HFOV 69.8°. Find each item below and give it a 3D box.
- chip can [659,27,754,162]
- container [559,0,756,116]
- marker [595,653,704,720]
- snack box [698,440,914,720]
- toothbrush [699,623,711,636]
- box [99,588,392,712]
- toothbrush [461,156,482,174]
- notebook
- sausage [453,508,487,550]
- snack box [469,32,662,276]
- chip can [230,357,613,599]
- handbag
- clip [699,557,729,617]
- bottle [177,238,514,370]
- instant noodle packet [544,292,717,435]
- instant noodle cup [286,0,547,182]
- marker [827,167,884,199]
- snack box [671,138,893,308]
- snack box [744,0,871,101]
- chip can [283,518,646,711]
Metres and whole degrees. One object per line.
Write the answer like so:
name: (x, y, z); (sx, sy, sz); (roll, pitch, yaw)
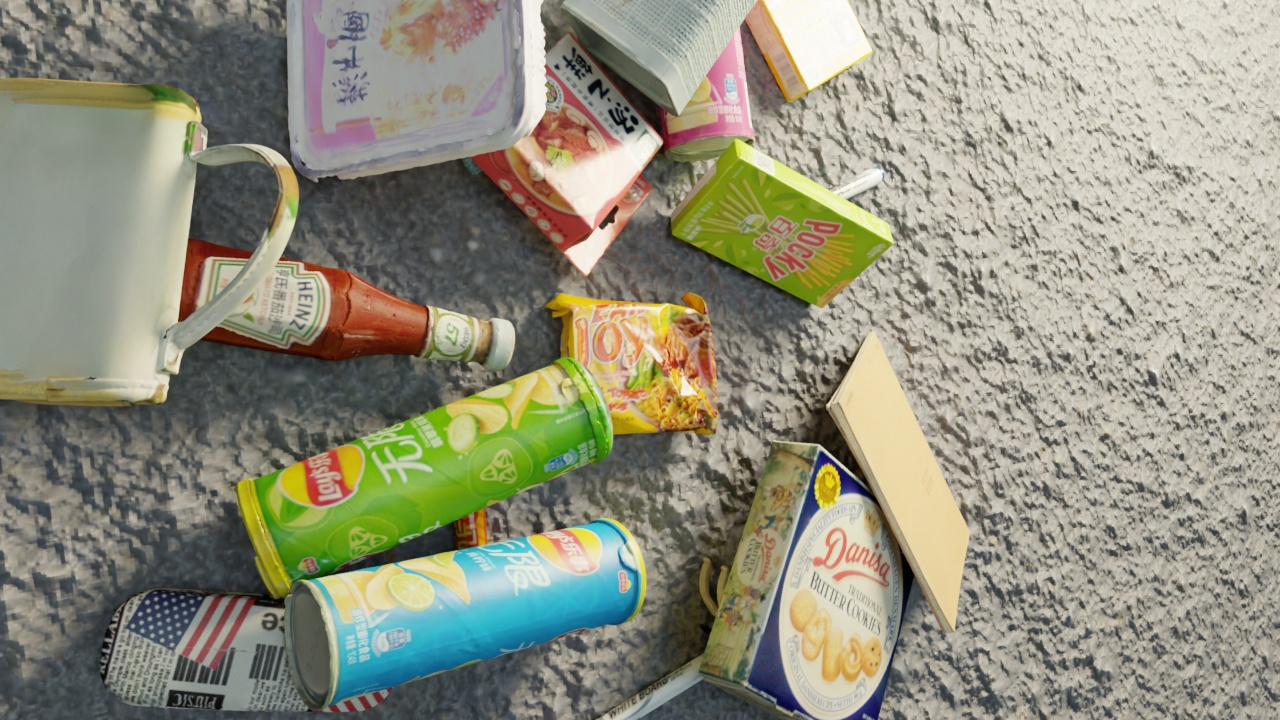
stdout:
chip can: (0.039, -0.262, 0.691); (0.071, 0.071, 0.210); (-6, 90, -29)
container: (0.021, -0.242, 0.615); (0.090, 0.090, 0.111); (40, 95, 7)
marker: (-0.004, 0.250, 0.659); (0.145, 0.017, 0.017); (-22, 97, -28)
snack box: (0.137, 0.179, 0.691); (0.178, 0.046, 0.182); (39, 63, -38)
toothbrush: (0.097, 0.243, 0.695); (0.189, 0.014, 0.016); (49, 55, -32)
box: (-0.222, 0.169, 0.537); (0.164, 0.060, 0.071); (16, 59, -28)
toothbrush: (-0.150, -0.230, 0.611); (0.027, 0.027, 0.224); (-31, 101, -35)
notebook: (0.220, 0.094, 0.758); (0.211, 0.012, 0.149); (62, 32, -11)
sausage: (-0.112, 0.115, 0.607); (0.021, 0.021, 0.165); (-5, 88, -29)
snack box: (-0.044, -0.143, 0.637); (0.127, 0.044, 0.113); (46, 52, -18)
chip can: (-0.123, 0.065, 0.556); (0.221, 0.073, 0.072); (-22, 97, -18)
handbag: (-0.260, -0.056, 0.471); (0.179, 0.063, 0.163); (3, 83, 9)
clip: (0.063, 0.191, 0.692); (0.094, 0.035, 0.102); (32, 80, -27)
bottle: (-0.178, -0.026, 0.560); (0.205, 0.060, 0.059); (11, 81, -27)
instant noodle packet: (-0.004, 0.004, 0.664); (0.128, 0.044, 0.110); (-1, 82, -28)
instant noodle cup: (-0.128, -0.179, 0.553); (0.060, 0.174, 0.138); (3, 84, -63)
marker: (0.154, -0.135, 0.775); (0.145, 0.017, 0.017); (-27, 99, -28)
snack box: (0.110, -0.102, 0.711); (0.156, 0.086, 0.026); (23, 43, -26)
snack box: (0.128, -0.298, 0.765); (0.086, 0.034, 0.140); (-37, 105, -26)
chip can: (-0.098, 0.147, 0.553); (0.209, 0.071, 0.071); (-4, 88, -40)
